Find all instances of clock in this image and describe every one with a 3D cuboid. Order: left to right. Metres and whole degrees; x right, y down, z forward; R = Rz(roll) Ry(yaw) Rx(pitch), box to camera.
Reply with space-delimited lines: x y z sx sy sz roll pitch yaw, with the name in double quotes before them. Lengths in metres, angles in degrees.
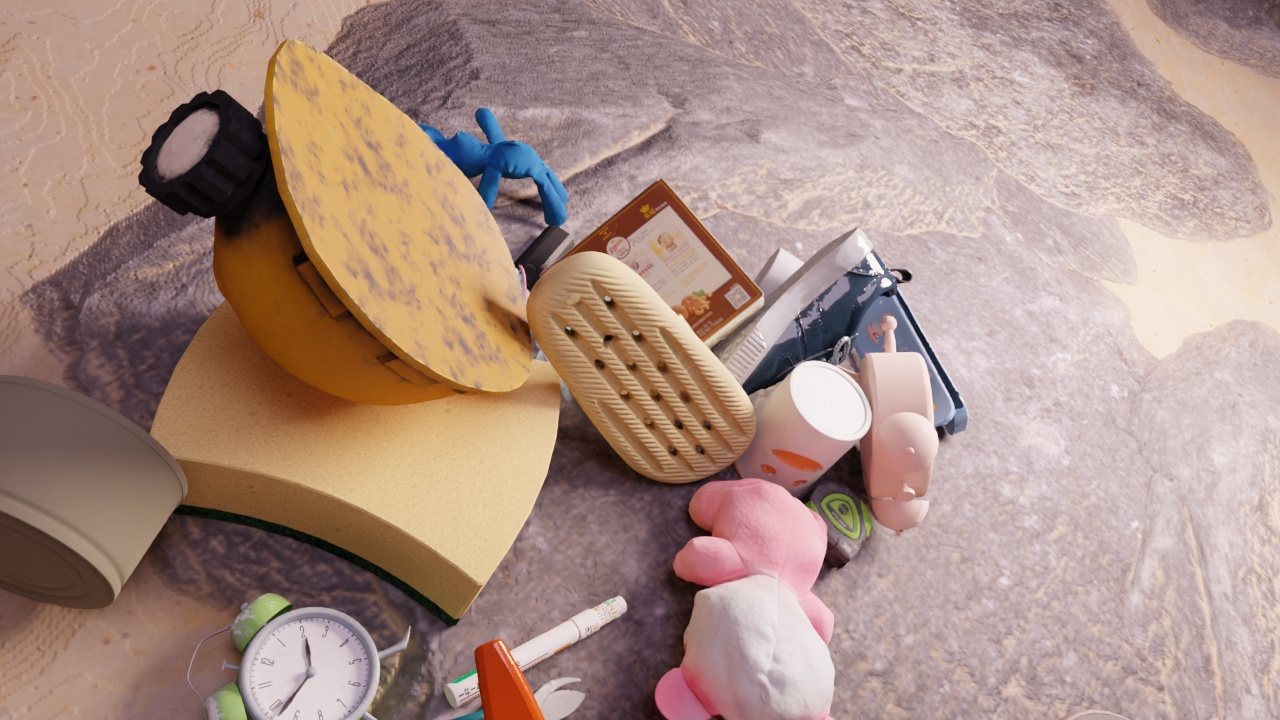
"clock" -0.209 0.193 0.555 0.119 0.043 0.094 18 48 -15
"clock" 0.218 0.060 0.829 0.086 0.131 0.160 -6 43 3

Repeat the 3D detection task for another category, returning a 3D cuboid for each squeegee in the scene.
"squeegee" -0.062 0.256 0.548 0.249 0.055 0.184 -20 61 -12

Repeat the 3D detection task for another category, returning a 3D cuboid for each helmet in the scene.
"helmet" -0.186 -0.057 0.575 0.255 0.131 0.205 44 26 -53

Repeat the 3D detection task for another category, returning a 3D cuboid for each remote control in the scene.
"remote control" -0.105 -0.077 0.839 0.033 0.015 0.146 34 47 -1

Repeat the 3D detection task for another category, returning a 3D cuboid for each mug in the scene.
"mug" 0.160 -0.058 0.933 0.097 0.079 0.111 33 19 -2
"mug" 0.137 0.062 0.798 0.082 0.106 0.082 14 50 -18

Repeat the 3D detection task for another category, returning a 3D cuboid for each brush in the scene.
"brush" -0.192 0.050 0.652 0.250 0.075 0.194 24 47 -9

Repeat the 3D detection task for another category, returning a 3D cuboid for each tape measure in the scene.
"tape measure" 0.168 0.141 0.803 0.058 0.036 0.065 -35 80 -32

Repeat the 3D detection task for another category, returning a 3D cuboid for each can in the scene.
"can" -0.337 0.077 0.519 0.127 0.128 0.073 24 49 -9

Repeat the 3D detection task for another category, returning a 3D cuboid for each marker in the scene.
"marker" -0.069 0.200 0.641 0.145 0.017 0.017 -19 66 -37

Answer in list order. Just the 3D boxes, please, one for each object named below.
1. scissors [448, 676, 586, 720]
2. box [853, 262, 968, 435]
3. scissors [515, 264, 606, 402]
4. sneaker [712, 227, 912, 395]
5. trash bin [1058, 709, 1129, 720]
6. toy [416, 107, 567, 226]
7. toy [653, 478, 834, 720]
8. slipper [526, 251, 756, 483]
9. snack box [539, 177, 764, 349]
"scissors" -0.099 0.247 0.588 0.131 0.019 0.149 25 46 -12
"box" 0.265 -0.008 0.973 0.079 0.072 0.210 -23 61 3
"scissors" -0.069 -0.030 0.787 0.119 0.015 0.138 -21 80 -9
"sneaker" 0.145 -0.021 0.837 0.235 0.089 0.087 -43 96 -5
"trash bin" 0.251 0.315 0.588 0.130 0.212 0.130 14 50 -18
"toy" -0.146 -0.183 0.867 0.176 0.071 0.112 20 37 -13
"toy" 0.090 0.188 0.689 0.142 0.084 0.212 25 44 -9
"slipper" -0.004 0.004 0.724 0.261 0.111 0.079 49 4 -41
"snack box" 0.010 -0.063 0.817 0.143 0.041 0.147 -39 76 -1
